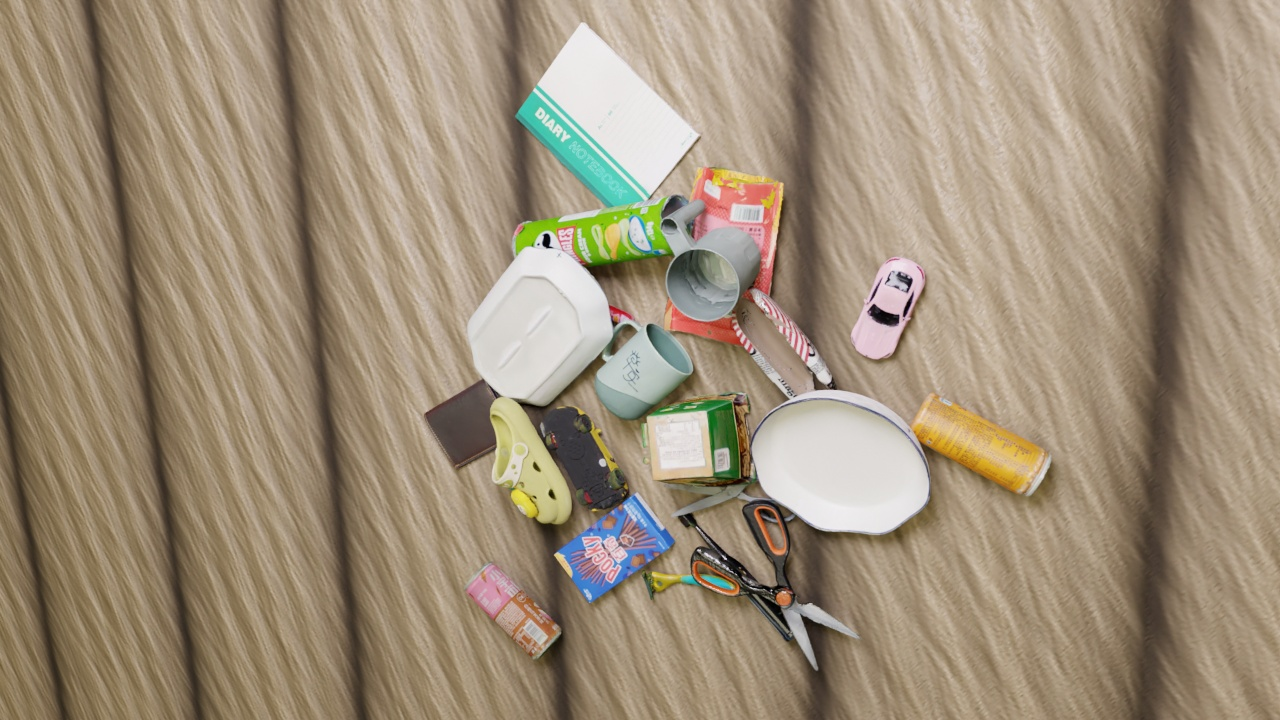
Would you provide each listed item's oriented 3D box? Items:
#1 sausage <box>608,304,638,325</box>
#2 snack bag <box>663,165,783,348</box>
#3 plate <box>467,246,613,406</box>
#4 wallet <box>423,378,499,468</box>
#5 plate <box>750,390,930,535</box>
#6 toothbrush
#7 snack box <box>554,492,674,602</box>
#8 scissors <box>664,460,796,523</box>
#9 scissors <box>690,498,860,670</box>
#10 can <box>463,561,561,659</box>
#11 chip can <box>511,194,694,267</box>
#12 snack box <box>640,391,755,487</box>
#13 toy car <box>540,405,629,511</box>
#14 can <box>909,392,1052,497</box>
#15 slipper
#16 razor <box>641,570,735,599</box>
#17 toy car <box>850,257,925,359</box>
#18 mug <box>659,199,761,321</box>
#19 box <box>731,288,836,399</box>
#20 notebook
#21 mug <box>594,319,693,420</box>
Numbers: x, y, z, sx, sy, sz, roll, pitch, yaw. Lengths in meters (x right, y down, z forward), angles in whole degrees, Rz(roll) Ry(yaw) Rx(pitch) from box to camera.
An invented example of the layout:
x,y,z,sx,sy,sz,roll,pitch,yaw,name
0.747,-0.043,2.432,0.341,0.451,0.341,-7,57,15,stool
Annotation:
x,y,z,sx,sy,sz,roll,pitch,yaw,name
-0.073,-0.075,1.202,0.156,0.020,0.020,23,108,16,sausage
0.102,-0.121,1.100,0.129,0.073,0.208,14,110,17,snack bag
-0.142,-0.033,1.186,0.162,0.034,0.267,47,132,-1,plate
-0.241,0.091,1.308,0.122,0.020,0.096,-28,94,24,wallet
0.232,0.115,1.063,0.205,0.045,0.205,15,130,18,plate
0.124,0.275,1.189,0.212,0.026,0.027,46,134,12,toothbrush
-0.038,0.257,1.251,0.157,0.026,0.084,-40,85,24,snack box
0.121,0.167,1.169,0.159,0.014,0.172,36,110,10,scissors
0.162,0.281,1.153,0.224,0.021,0.221,-4,96,20,scissors
-0.183,0.358,1.316,0.147,0.057,0.058,42,113,10,can
-0.049,-0.151,1.121,0.237,0.072,0.072,-4,99,36,chip can
0.069,0.102,1.121,0.118,0.105,0.118,-8,87,23,snack box
-0.073,0.129,1.231,0.071,0.041,0.156,-31,90,25,toy car
0.377,0.094,1.027,0.146,0.058,0.058,29,110,15,can
-0.165,0.144,1.237,0.190,0.081,0.092,64,154,-4,slipper
0.066,0.296,1.214,0.133,0.028,0.043,-5,112,28,razor
0.282,-0.058,1.049,0.056,0.037,0.122,26,110,18,toy car
0.075,-0.117,1.022,0.084,0.103,0.124,-24,101,31,mug
0.158,-0.009,1.069,0.079,0.074,0.163,-39,115,15,box
-0.045,-0.295,1.151,0.209,0.012,0.151,45,114,8,notebook
-0.007,0.007,1.160,0.107,0.082,0.111,-43,71,24,mug
